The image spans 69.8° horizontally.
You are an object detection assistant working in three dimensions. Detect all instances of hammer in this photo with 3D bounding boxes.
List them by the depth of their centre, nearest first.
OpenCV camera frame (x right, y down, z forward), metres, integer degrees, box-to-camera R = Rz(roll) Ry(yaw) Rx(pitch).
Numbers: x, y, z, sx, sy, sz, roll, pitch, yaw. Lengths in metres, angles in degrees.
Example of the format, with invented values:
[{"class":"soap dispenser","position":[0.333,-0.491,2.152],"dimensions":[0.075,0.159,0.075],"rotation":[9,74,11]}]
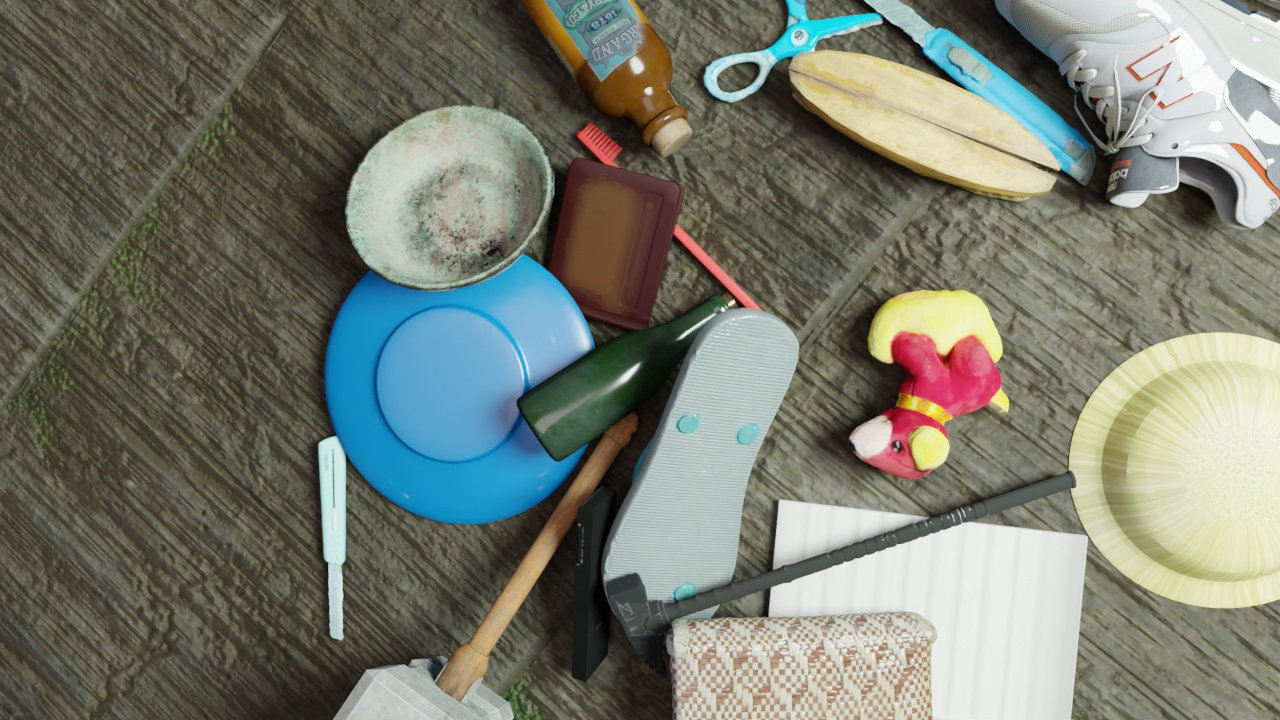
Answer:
[{"class":"hammer","position":[0.143,0.140,0.638],"dimensions":[0.325,0.015,0.095],"rotation":[-19,122,4]},{"class":"hammer","position":[-0.091,0.168,0.661],"dimensions":[0.083,0.163,0.317],"rotation":[31,79,10]}]

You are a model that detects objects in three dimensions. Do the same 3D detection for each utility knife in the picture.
[{"class":"utility knife","position":[0.230,-0.202,0.641],"dimensions":[0.221,0.015,0.031],"rotation":[41,80,9]},{"class":"utility knife","position":[-0.247,0.143,0.742],"dimensions":[0.022,0.015,0.166],"rotation":[-1,91,-21]}]

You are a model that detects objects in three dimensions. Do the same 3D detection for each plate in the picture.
[{"class":"plate","position":[0.384,0.074,0.599],"dimensions":[0.184,0.036,0.184],"rotation":[0,90,12]},{"class":"plate","position":[-0.143,0.018,0.704],"dimensions":[0.224,0.024,0.224],"rotation":[1,95,10]}]

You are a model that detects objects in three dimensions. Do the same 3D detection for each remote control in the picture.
[{"class":"remote control","position":[-0.034,0.162,0.659],"dimensions":[0.013,0.034,0.150],"rotation":[14,116,23]}]

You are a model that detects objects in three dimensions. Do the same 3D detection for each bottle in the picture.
[{"class":"bottle","position":[-0.017,-0.218,0.666],"dimensions":[0.068,0.067,0.157],"rotation":[-35,83,9]},{"class":"bottle","position":[-0.004,0.004,0.666],"dimensions":[0.174,0.055,0.055],"rotation":[-34,83,-6]}]

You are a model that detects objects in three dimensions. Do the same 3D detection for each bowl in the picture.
[{"class":"bowl","position":[-0.138,-0.115,0.687],"dimensions":[0.157,0.038,0.157],"rotation":[-3,68,7]}]

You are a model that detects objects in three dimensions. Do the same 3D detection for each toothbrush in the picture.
[{"class":"toothbrush","position":[0.030,-0.102,0.685],"dimensions":[0.018,0.012,0.212],"rotation":[-45,82,8]}]

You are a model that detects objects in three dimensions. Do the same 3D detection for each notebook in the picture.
[{"class":"notebook","position":[0.198,0.182,0.652],"dimensions":[0.210,0.009,0.142],"rotation":[5,90,12]}]

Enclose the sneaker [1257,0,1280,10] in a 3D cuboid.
[{"class":"sneaker","position":[0.385,-0.288,0.557],"dimensions":[0.233,0.118,0.091],"rotation":[36,96,9]}]

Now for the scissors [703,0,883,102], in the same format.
[{"class":"scissors","position":[0.107,-0.242,0.669],"dimensions":[0.134,0.011,0.139],"rotation":[-11,89,11]}]

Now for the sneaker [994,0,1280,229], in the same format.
[{"class":"sneaker","position":[0.324,-0.163,0.585],"dimensions":[0.240,0.089,0.124],"rotation":[23,91,7]}]

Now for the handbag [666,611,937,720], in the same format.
[{"class":"handbag","position":[0.111,0.237,0.630],"dimensions":[0.186,0.047,0.124],"rotation":[-1,89,-3]}]

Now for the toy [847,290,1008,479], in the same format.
[{"class":"toy","position":[0.201,0.017,0.630],"dimensions":[0.105,0.067,0.137],"rotation":[19,82,8]}]

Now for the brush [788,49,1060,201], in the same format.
[{"class":"brush","position":[0.191,-0.162,0.633],"dimensions":[0.195,0.043,0.059],"rotation":[26,95,7]}]

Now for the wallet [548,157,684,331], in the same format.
[{"class":"wallet","position":[-0.024,-0.086,0.686],"dimensions":[0.091,0.018,0.116],"rotation":[18,102,13]}]

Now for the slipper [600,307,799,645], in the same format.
[{"class":"slipper","position":[0.030,0.081,0.637],"dimensions":[0.098,0.054,0.269],"rotation":[5,117,-20]}]
